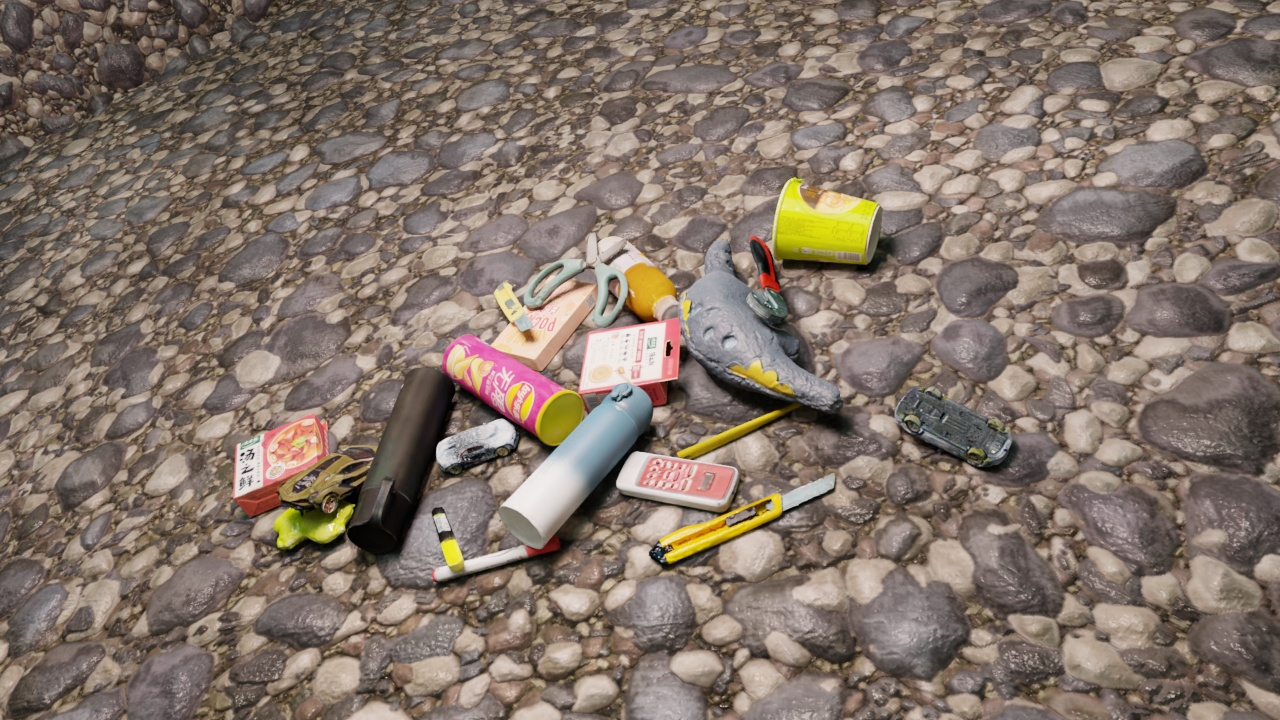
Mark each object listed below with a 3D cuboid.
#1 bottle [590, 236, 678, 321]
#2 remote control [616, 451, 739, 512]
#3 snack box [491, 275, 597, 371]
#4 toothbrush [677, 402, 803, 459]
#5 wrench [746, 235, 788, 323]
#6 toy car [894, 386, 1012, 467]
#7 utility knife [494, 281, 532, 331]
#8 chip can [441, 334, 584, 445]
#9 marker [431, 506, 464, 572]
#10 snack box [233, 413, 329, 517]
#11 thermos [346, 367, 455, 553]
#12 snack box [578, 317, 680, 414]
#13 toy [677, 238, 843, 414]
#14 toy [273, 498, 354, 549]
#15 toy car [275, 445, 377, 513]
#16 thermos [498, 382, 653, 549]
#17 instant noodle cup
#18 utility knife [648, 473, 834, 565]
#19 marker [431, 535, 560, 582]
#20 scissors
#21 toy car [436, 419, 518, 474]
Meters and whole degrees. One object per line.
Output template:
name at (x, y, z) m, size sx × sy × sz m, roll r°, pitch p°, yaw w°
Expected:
bottle at (-0.003, -0.104, 1.246) m, size 0.068 × 0.068 × 0.189 m, roll -31°, pitch 43°, yaw -12°
remote control at (0.040, 0.133, 1.018) m, size 0.136 × 0.020 × 0.055 m, roll 7°, pitch 49°, yaw 26°
snack box at (-0.130, -0.054, 1.274) m, size 0.085 × 0.026 × 0.156 m, roll 13°, pitch 51°, yaw 32°
toothbrush at (0.129, 0.071, 1.052) m, size 0.190 × 0.016 × 0.016 m, roll -24°, pitch 38°, yaw -4°
wrench at (0.158, -0.107, 1.163) m, size 0.016 × 0.056 × 0.272 m, roll -52°, pitch 11°, yaw 24°
toy car at (0.327, 0.071, 0.962) m, size 0.121 × 0.037 × 0.054 m, roll 28°, pitch 59°, yaw 28°
utility knife at (-0.179, -0.075, 1.294) m, size 0.031 × 0.021 × 0.204 m, roll -39°, pitch 33°, yaw -1°
chip can at (-0.166, 0.033, 1.162) m, size 0.211 × 0.071 × 0.071 m, roll 27°, pitch 60°, yaw 39°
marker at (-0.219, 0.200, 1.038) m, size 0.018 × 0.015 × 0.124 m, roll -24°, pitch 29°, yaw -12°
snack box at (-0.468, 0.127, 1.200) m, size 0.113 × 0.044 × 0.127 m, roll -23°, pitch 42°, yaw -3°
thermos at (-0.285, 0.111, 1.118) m, size 0.068 × 0.090 × 0.241 m, roll 19°, pitch 45°, yaw -11°
snack box at (-0.007, 0.007, 1.150) m, size 0.127 × 0.044 × 0.113 m, roll -8°, pitch 43°, yaw 14°
toy at (0.118, -0.043, 1.118) m, size 0.137 × 0.091 × 0.355 m, roll -12°, pitch 40°, yaw -9°
toy at (-0.397, 0.193, 1.114) m, size 0.100 × 0.031 × 0.096 m, roll -30°, pitch 41°, yaw -11°
toy car at (-0.372, 0.140, 1.126) m, size 0.070 × 0.042 × 0.157 m, roll 8°, pitch 25°, yaw 26°
thermos at (-0.066, 0.111, 1.032) m, size 0.070 × 0.070 × 0.219 m, roll 17°, pitch 49°, yaw 34°
instant noodle cup at (0.249, -0.176, 1.205) m, size 0.123 × 0.112 × 0.111 m, roll 13°, pitch 51°, yaw 21°
utility knife at (0.108, 0.163, 0.963) m, size 0.216 × 0.015 × 0.033 m, roll -23°, pitch 45°, yaw -3°
marker at (-0.159, 0.218, 1.007) m, size 0.145 × 0.017 × 0.017 m, roll -16°, pitch 42°, yaw 5°
scissors at (-0.081, -0.095, 1.237) m, size 0.171 × 0.019 × 0.169 m, roll -31°, pitch 47°, yaw 13°
toy car at (-0.202, 0.103, 1.134) m, size 0.105 × 0.031 × 0.049 m, roll -20°, pitch 43°, yaw -1°
